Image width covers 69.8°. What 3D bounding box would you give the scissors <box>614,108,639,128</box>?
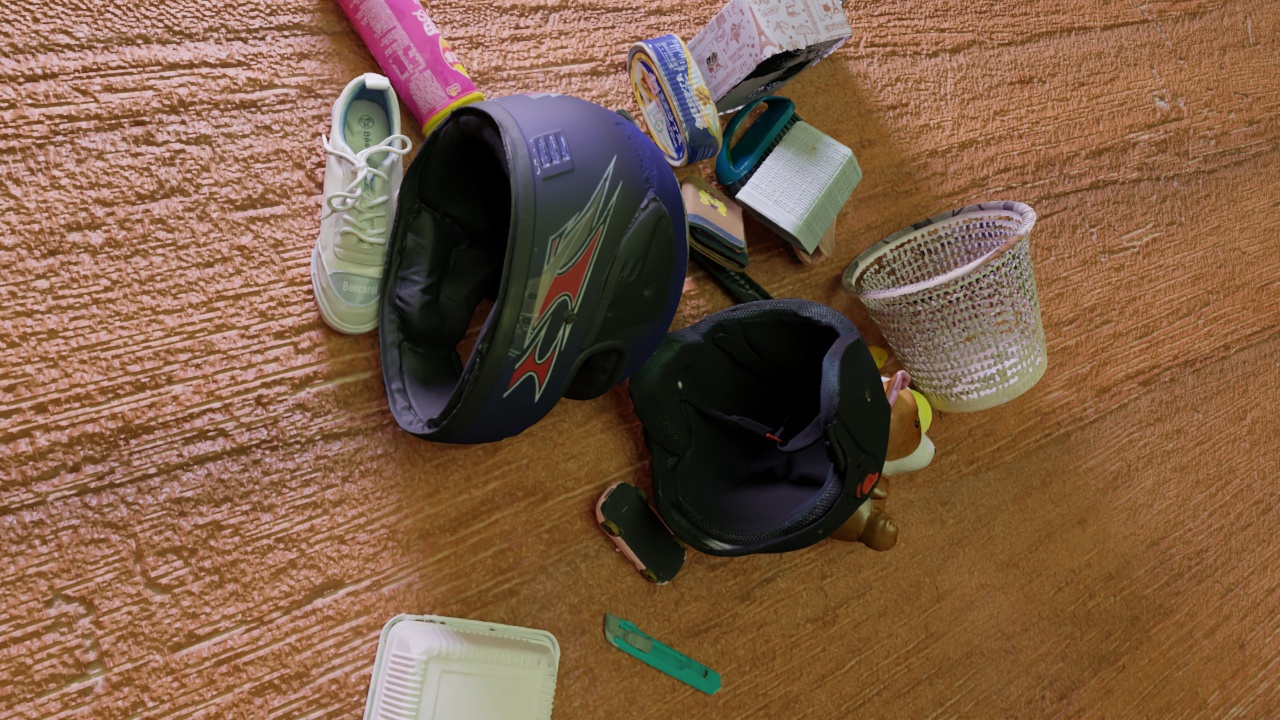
[{"bbox_3d":[-0.015,-0.194,1.017,0.156,0.014,0.168,14,78,-24],"label":"scissors"}]

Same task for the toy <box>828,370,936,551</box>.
[{"bbox_3d":[0.262,0.108,1.018,0.130,0.140,0.199,11,87,-3],"label":"toy"}]

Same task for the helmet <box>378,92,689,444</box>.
[{"bbox_3d":[-0.082,-0.075,0.835,0.240,0.247,0.315,7,100,-43],"label":"helmet"}]

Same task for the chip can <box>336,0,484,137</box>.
[{"bbox_3d":[-0.239,-0.326,0.894,0.071,0.072,0.210,-36,96,-28],"label":"chip can"}]

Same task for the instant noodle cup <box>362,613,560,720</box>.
[{"bbox_3d":[-0.150,0.304,0.817,0.173,0.060,0.137,16,73,-25],"label":"instant noodle cup"}]

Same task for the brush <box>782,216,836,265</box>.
[{"bbox_3d":[0.206,-0.184,1.092,0.063,0.073,0.145,10,77,-27],"label":"brush"}]

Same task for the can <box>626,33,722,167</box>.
[{"bbox_3d":[0.037,-0.290,1.027,0.049,0.075,0.148,-23,90,-26],"label":"can"}]

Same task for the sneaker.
[{"bbox_3d":[-0.249,-0.146,0.840,0.089,0.091,0.242,4,78,-25],"label":"sneaker"}]

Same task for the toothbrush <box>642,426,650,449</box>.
[{"bbox_3d":[-0.006,0.006,0.977,0.018,0.016,0.181,-12,86,-35],"label":"toothbrush"}]

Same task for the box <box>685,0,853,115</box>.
[{"bbox_3d":[0.178,-0.385,1.058,0.259,0.179,0.105,-25,91,-29],"label":"box"}]

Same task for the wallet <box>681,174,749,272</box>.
[{"bbox_3d":[0.082,-0.153,1.016,0.090,0.033,0.115,30,32,-18],"label":"wallet"}]

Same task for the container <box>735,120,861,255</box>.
[{"bbox_3d":[0.182,-0.194,1.024,0.090,0.090,0.111,39,97,23],"label":"container"}]

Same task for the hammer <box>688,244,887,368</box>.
[{"bbox_3d":[0.161,-0.045,1.063,0.300,0.033,0.128,41,63,-15],"label":"hammer"}]

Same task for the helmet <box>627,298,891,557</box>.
[{"bbox_3d":[0.130,0.073,0.911,0.230,0.234,0.274,38,63,-49],"label":"helmet"}]

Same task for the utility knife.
[{"bbox_3d":[0.023,0.300,0.932,0.151,0.013,0.029,33,68,-18],"label":"utility knife"}]

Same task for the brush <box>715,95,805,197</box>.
[{"bbox_3d":[0.133,-0.259,1.072,0.073,0.055,0.143,48,66,-27],"label":"brush"}]

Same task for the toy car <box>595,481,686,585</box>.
[{"bbox_3d":[-0.001,0.176,0.934,0.056,0.037,0.122,-47,114,-24],"label":"toy car"}]

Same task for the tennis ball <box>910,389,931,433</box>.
[{"bbox_3d":[0.315,0.066,1.100,0.065,0.066,0.065,6,77,-26],"label":"tennis ball"}]

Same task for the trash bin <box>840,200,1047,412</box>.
[{"bbox_3d":[0.379,-0.054,1.090,0.226,0.228,0.192,-38,110,-28],"label":"trash bin"}]
